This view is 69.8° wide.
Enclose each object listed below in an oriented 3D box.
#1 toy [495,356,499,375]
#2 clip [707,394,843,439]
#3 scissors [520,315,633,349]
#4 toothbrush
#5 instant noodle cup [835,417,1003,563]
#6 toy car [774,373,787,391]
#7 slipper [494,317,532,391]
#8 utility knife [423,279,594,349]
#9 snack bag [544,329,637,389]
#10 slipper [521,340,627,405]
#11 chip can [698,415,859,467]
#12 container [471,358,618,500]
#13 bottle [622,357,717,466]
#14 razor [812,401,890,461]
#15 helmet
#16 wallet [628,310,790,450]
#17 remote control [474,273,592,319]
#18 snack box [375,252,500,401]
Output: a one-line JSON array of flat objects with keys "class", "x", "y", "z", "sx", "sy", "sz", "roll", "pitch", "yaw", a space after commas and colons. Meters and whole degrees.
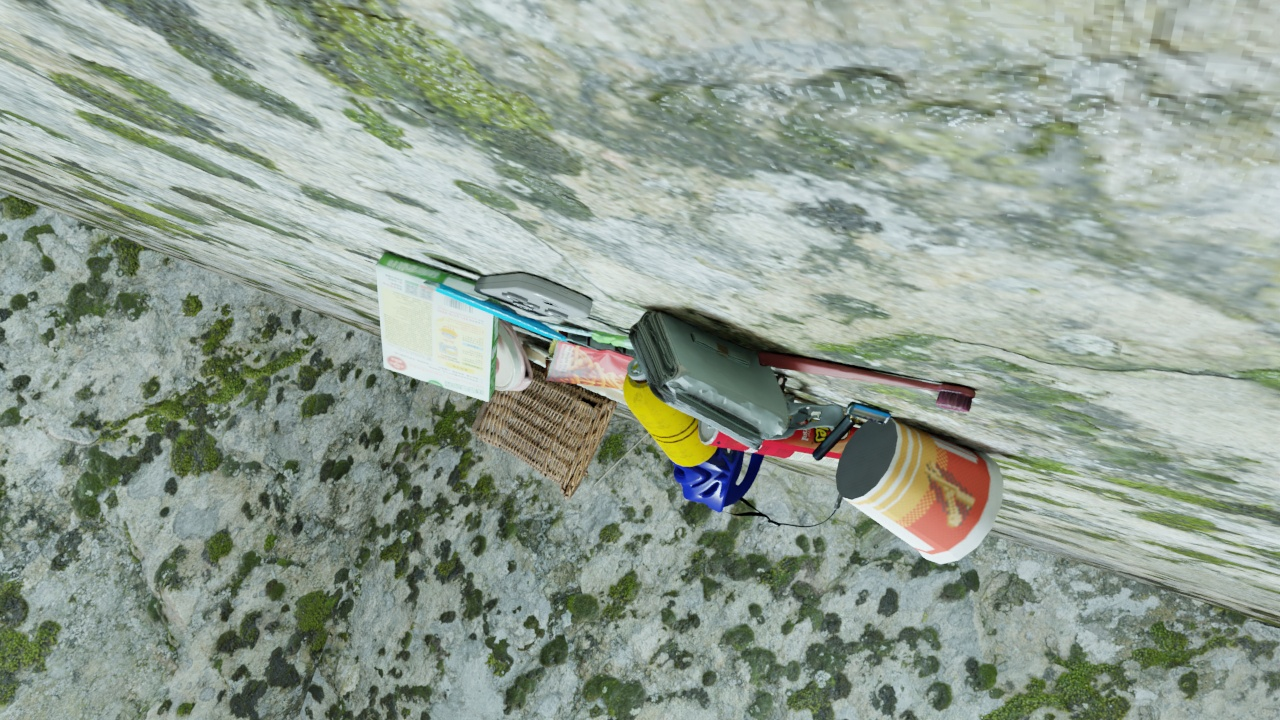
[{"class": "toy", "x": -0.256, "y": -0.027, "z": 1.165, "sx": 0.142, "sy": 0.084, "sz": 0.213, "roll": 63, "pitch": 161, "yaw": -18}, {"class": "clip", "x": 0.147, "y": 0.060, "z": 0.922, "sx": 0.115, "sy": 0.028, "sz": 0.162, "roll": 16, "pitch": -166, "yaw": 41}, {"class": "scissors", "x": -0.043, "y": -0.024, "z": 0.953, "sx": 0.175, "sy": 0.032, "sz": 0.093, "roll": 16, "pitch": 179, "yaw": 4}, {"class": "toothbrush", "x": 0.167, "y": 0.014, "z": 0.708, "sx": 0.190, "sy": 0.016, "sz": 0.016, "roll": 12, "pitch": 172, "yaw": 46}, {"class": "instant noodle cup", "x": 0.277, "y": 0.125, "z": 0.937, "sx": 0.121, "sy": 0.123, "sz": 0.123, "roll": 28, "pitch": 172, "yaw": -16}, {"class": "toy car", "x": 0.104, "y": 0.034, "z": 0.862, "sx": 0.040, "sy": 0.037, "sz": 0.092, "roll": 14, "pitch": -154, "yaw": 26}, {"class": "slipper", "x": -0.196, "y": -0.010, "z": 1.239, "sx": 0.054, "sy": 0.114, "sz": 0.275, "roll": -24, "pitch": -174, "yaw": -23}, {"class": "utility knife", "x": -0.127, "y": -0.044, "z": 0.908, "sx": 0.185, "sy": 0.015, "sz": 0.031, "roll": 24, "pitch": 180, "yaw": -10}, {"class": "snack bag", "x": -0.007, "y": 0.006, "z": 1.101, "sx": 0.208, "sy": 0.066, "sz": 0.139, "roll": 10, "pitch": 170, "yaw": -12}, {"class": "slipper", "x": -0.039, "y": 0.027, "z": 1.285, "sx": 0.272, "sy": 0.054, "sz": 0.114, "roll": 25, "pitch": 176, "yaw": -13}, {"class": "chip can", "x": 0.171, "y": 0.086, "z": 1.028, "sx": 0.214, "sy": 0.052, "sz": 0.052, "roll": 12, "pitch": 177, "yaw": -20}, {"class": "container", "x": -0.141, "y": 0.080, "z": 1.424, "sx": 0.183, "sy": 0.162, "sz": 0.249, "roll": 25, "pitch": -173, "yaw": 0}, {"class": "bottle", "x": 0.029, "y": 0.050, "z": 1.023, "sx": 0.071, "sy": 0.071, "sz": 0.164, "roll": 15, "pitch": 155, "yaw": 35}, {"class": "razor", "x": 0.208, "y": 0.072, "z": 0.945, "sx": 0.043, "sy": 0.022, "sz": 0.145, "roll": 18, "pitch": 153, "yaw": -4}, {"class": "helmet", "x": 0.148, "y": 0.131, "z": 1.186, "sx": 0.228, "sy": 0.148, "sz": 0.241, "roll": 19, "pitch": -173, "yaw": 8}, {"class": "wallet", "x": 0.056, "y": 0.014, "z": 0.761, "sx": 0.131, "sy": 0.054, "sz": 0.100, "roll": 23, "pitch": -156, "yaw": -32}, {"class": "remote control", "x": -0.102, "y": -0.058, "z": 0.861, "sx": 0.074, "sy": 0.019, "sz": 0.151, "roll": 22, "pitch": 173, "yaw": -26}, {"class": "snack box", "x": -0.221, "y": -0.033, "z": 1.009, "sx": 0.132, "sy": 0.027, "sz": 0.168, "roll": 18, "pitch": 138, "yaw": 4}]
